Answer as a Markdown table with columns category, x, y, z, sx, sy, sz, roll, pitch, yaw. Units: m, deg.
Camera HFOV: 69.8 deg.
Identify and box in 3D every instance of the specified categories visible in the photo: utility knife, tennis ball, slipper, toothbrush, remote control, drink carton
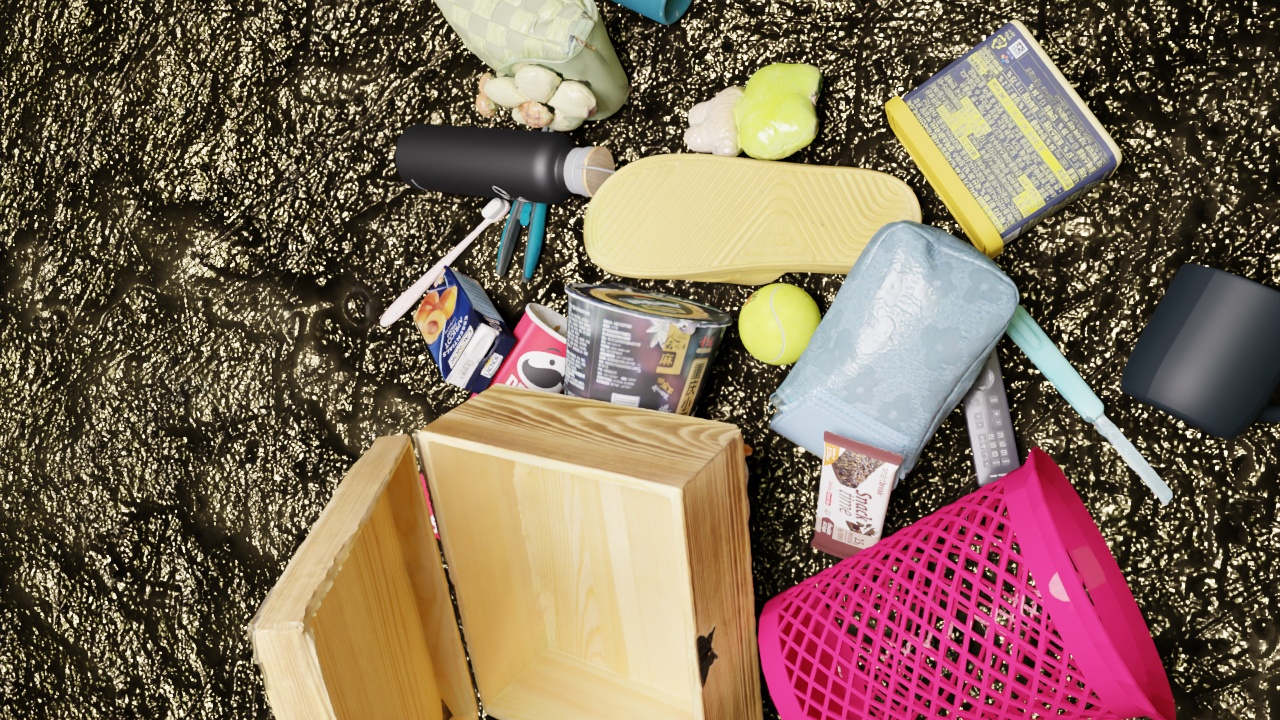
| category | x | y | z | sx | sy | sz | roll | pitch | yaw |
| --- | --- | --- | --- | --- | --- | --- | --- | --- | --- |
| utility knife | 0.326 | 0.030 | 0.673 | 0.022 | 0.015 | 0.179 | -40 | 74 | 18 |
| tennis ball | 0.111 | -0.029 | 0.732 | 0.065 | 0.065 | 0.065 | 0 | 89 | 22 |
| slipper | 0.088 | -0.111 | 0.741 | 0.263 | 0.078 | 0.099 | 2 | 90 | 5 |
| toothbrush | -0.192 | -0.092 | 0.881 | 0.181 | 0.018 | 0.015 | -41 | 75 | 17 |
| remote control | 0.262 | 0.027 | 0.699 | 0.032 | 0.015 | 0.136 | -11 | 83 | 21 |
| drink carton | -0.159 | -0.028 | 0.819 | 0.064 | 0.040 | 0.130 | -57 | 37 | 12 |

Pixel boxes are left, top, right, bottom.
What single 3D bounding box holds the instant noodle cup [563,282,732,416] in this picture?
| category | x | y | z | sx | sy | sz | roll | pitch | yaw |
| --- | --- | --- | --- | --- | --- | --- | --- | --- | --- |
| instant noodle cup | -0.004 | 0.004 | 0.745 | 0.137 | 0.137 | 0.112 | 17 | 103 | 21 |

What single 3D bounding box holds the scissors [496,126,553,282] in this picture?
| category | x | y | z | sx | sy | sz | roll | pitch | yaw |
| --- | --- | --- | --- | --- | --- | --- | --- | --- | --- |
| scissors | -0.096 | -0.141 | 0.841 | 0.128 | 0.019 | 0.140 | -32 | 71 | 23 |

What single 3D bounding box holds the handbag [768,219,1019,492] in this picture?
| category | x | y | z | sx | sy | sz | roll | pitch | yaw |
| --- | --- | --- | --- | --- | --- | --- | --- | --- | --- |
| handbag | 0.182 | -0.006 | 0.678 | 0.122 | 0.118 | 0.192 | 27 | 106 | 7 |

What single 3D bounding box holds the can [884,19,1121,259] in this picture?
| category | x | y | z | sx | sy | sz | roll | pitch | yaw |
| --- | --- | --- | --- | --- | --- | --- | --- | --- | --- |
| can | 0.262 | -0.160 | 0.670 | 0.104 | 0.075 | 0.135 | -34 | 77 | 15 |

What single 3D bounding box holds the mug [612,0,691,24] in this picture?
| category | x | y | z | sx | sy | sz | roll | pitch | yaw |
| --- | --- | --- | --- | --- | --- | --- | --- | --- | --- |
| mug | -0.013 | -0.341 | 0.783 | 0.121 | 0.078 | 0.078 | 34 | 101 | 14 |

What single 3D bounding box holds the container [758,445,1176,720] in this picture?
| category | x | y | z | sx | sy | sz | roll | pitch | yaw |
| --- | --- | --- | --- | --- | --- | --- | --- | --- | --- |
| container | 0.211 | 0.190 | 0.643 | 0.226 | 0.182 | 0.183 | -30 | 79 | 26 |

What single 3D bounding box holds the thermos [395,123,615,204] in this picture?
| category | x | y | z | sx | sy | sz | roll | pitch | yaw |
| --- | --- | --- | --- | --- | --- | --- | --- | --- | --- |
| thermos | -0.112 | -0.172 | 0.806 | 0.232 | 0.061 | 0.061 | 12 | 94 | 31 |

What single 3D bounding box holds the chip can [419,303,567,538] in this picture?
| category | x | y | z | sx | sy | sz | roll | pitch | yaw |
| --- | --- | --- | --- | --- | --- | --- | --- | --- | --- |
| chip can | -0.129 | 0.058 | 0.826 | 0.069 | 0.069 | 0.221 | 39 | 103 | 18 |

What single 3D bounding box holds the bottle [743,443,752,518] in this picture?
| category | x | y | z | sx | sy | sz | roll | pitch | yaw |
| --- | --- | --- | --- | --- | --- | --- | --- | --- | --- |
| bottle | 0.060 | 0.118 | 0.755 | 0.063 | 0.063 | 0.108 | 19 | 95 | 21 |

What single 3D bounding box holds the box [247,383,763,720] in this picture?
| category | x | y | z | sx | sy | sz | roll | pitch | yaw |
| --- | --- | --- | --- | --- | --- | --- | --- | --- | --- |
| box | -0.112 | 0.207 | 0.637 | 0.282 | 0.314 | 0.279 | 9 | 119 | 34 |

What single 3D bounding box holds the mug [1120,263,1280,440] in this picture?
| category | x | y | z | sx | sy | sz | roll | pitch | yaw |
| --- | --- | --- | --- | --- | --- | --- | --- | --- | --- |
| mug | 0.397 | 0.003 | 0.616 | 0.121 | 0.085 | 0.094 | 24 | 100 | -9 |

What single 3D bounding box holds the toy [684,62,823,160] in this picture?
| category | x | y | z | sx | sy | sz | roll | pitch | yaw |
| --- | --- | --- | --- | --- | --- | --- | --- | --- | --- |
| toy | 0.091 | -0.200 | 0.747 | 0.115 | 0.046 | 0.092 | -6 | 61 | 26 |

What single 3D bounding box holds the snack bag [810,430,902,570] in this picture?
| category | x | y | z | sx | sy | sz | roll | pitch | yaw |
| --- | --- | --- | --- | --- | --- | --- | --- | --- | --- |
| snack bag | 0.158 | 0.109 | 0.684 | 0.057 | 0.158 | 0.013 | 18 | 53 | 19 |

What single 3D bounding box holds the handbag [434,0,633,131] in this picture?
| category | x | y | z | sx | sy | sz | roll | pitch | yaw |
| --- | --- | --- | --- | --- | --- | --- | --- | --- | --- |
| handbag | -0.101 | -0.262 | 0.793 | 0.186 | 0.113 | 0.117 | 29 | 86 | 21 |
